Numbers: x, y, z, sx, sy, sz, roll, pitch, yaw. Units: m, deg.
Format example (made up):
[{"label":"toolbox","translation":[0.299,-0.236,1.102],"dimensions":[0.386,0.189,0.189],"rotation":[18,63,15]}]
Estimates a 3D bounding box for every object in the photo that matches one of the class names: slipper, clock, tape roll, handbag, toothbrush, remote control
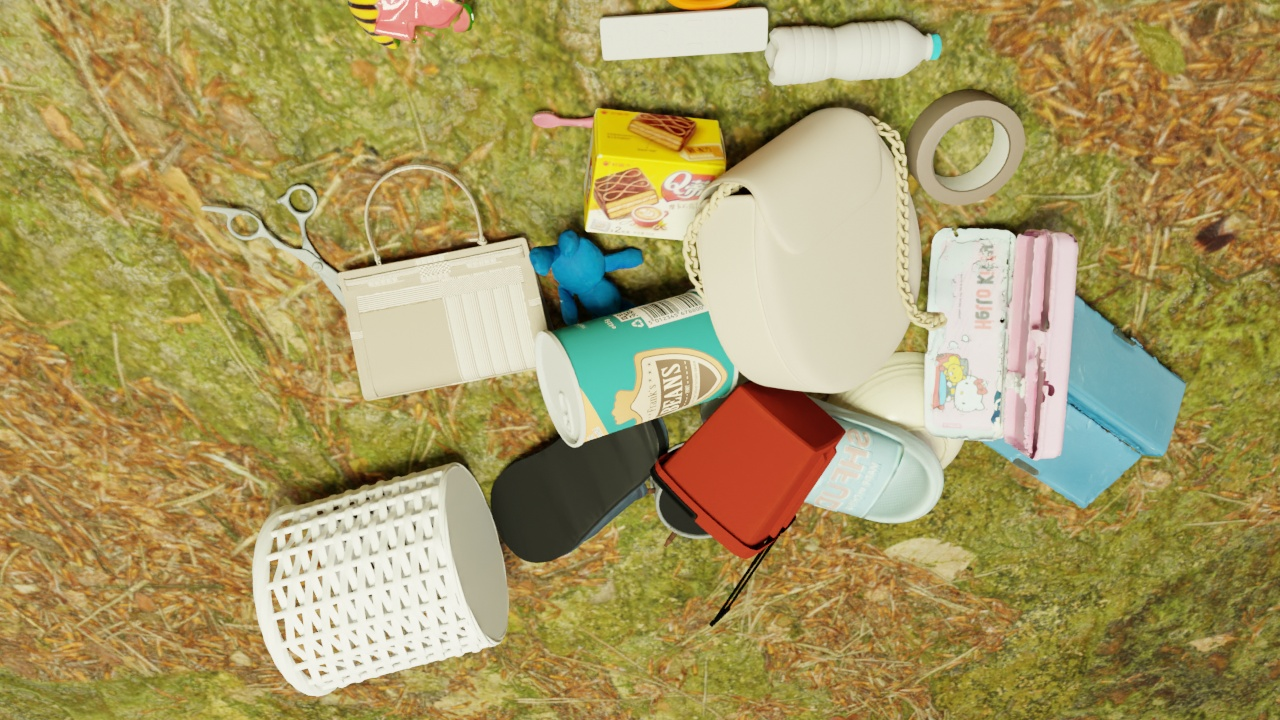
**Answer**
[{"label":"slipper","translation":[-0.050,0.117,0.922],"dimensions":[0.083,0.109,0.266],"rotation":[-14,158,-50]},{"label":"clock","translation":[0.074,0.133,0.969],"dimensions":[0.148,0.056,0.104],"rotation":[-23,114,15]},{"label":"tape roll","translation":[0.280,-0.183,0.793],"dimensions":[0.093,0.030,0.094],"rotation":[-3,124,-4]},{"label":"handbag","translation":[-0.179,-0.075,0.805],"dimensions":[0.175,0.062,0.198],"rotation":[-11,119,-1]},{"label":"slipper","translation":[0.167,0.093,0.892],"dimensions":[0.245,0.074,0.104],"rotation":[25,123,12]},{"label":"toothbrush","translation":[-0.023,-0.196,0.763],"dimensions":[0.135,0.016,0.022],"rotation":[3,124,-11]},{"label":"handbag","translation":[0.149,-0.082,0.747],"dimensions":[0.210,0.103,0.209],"rotation":[-39,117,-32]},{"label":"remote control","translation":[0.034,-0.257,0.720],"dimensions":[0.131,0.012,0.033],"rotation":[-3,131,3]}]

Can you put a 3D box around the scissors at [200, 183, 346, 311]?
[{"label":"scissors","translation":[-0.301,-0.087,0.804],"dimensions":[0.130,0.014,0.153],"rotation":[-10,123,-10]}]

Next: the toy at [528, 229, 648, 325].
[{"label":"toy","translation":[-0.048,-0.061,0.814],"dimensions":[0.113,0.071,0.176],"rotation":[-29,142,11]}]

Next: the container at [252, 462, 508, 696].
[{"label":"container","translation":[-0.249,0.213,0.911],"dimensions":[0.187,0.189,0.189],"rotation":[-16,124,3]}]

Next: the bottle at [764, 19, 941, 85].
[{"label":"bottle","translation":[0.170,-0.246,0.731],"dimensions":[0.136,0.044,0.044],"rotation":[-5,124,-3]}]

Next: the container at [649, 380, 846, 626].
[{"label":"container","translation":[0.082,0.121,0.824],"dimensions":[0.127,0.147,0.201],"rotation":[41,111,17]}]

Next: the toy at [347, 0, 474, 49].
[{"label":"toy","translation":[-0.170,-0.274,0.679],"dimensions":[0.103,0.046,0.084],"rotation":[-23,137,15]}]

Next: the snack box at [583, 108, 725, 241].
[{"label":"snack box","translation":[0.010,-0.151,0.757],"dimensions":[0.105,0.061,0.084],"rotation":[4,141,-9]}]

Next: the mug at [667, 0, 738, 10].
[{"label":"mug","translation":[0.055,-0.301,0.671],"dimensions":[0.096,0.077,0.113],"rotation":[-5,152,-3]}]

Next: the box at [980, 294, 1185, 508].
[{"label":"box","translation":[0.439,0.043,0.917],"dimensions":[0.231,0.060,0.175],"rotation":[28,95,-24]}]

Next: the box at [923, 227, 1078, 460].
[{"label":"box","translation":[0.316,-0.017,0.826],"dimensions":[0.101,0.111,0.201],"rotation":[0,100,2]}]

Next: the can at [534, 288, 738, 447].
[{"label":"can","translation":[-0.005,0.005,0.780],"dimensions":[0.143,0.099,0.099],"rotation":[-17,127,-21]}]

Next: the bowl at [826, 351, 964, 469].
[{"label":"bowl","translation":[0.269,0.073,0.939],"dimensions":[0.150,0.075,0.151],"rotation":[-3,125,-5]}]
